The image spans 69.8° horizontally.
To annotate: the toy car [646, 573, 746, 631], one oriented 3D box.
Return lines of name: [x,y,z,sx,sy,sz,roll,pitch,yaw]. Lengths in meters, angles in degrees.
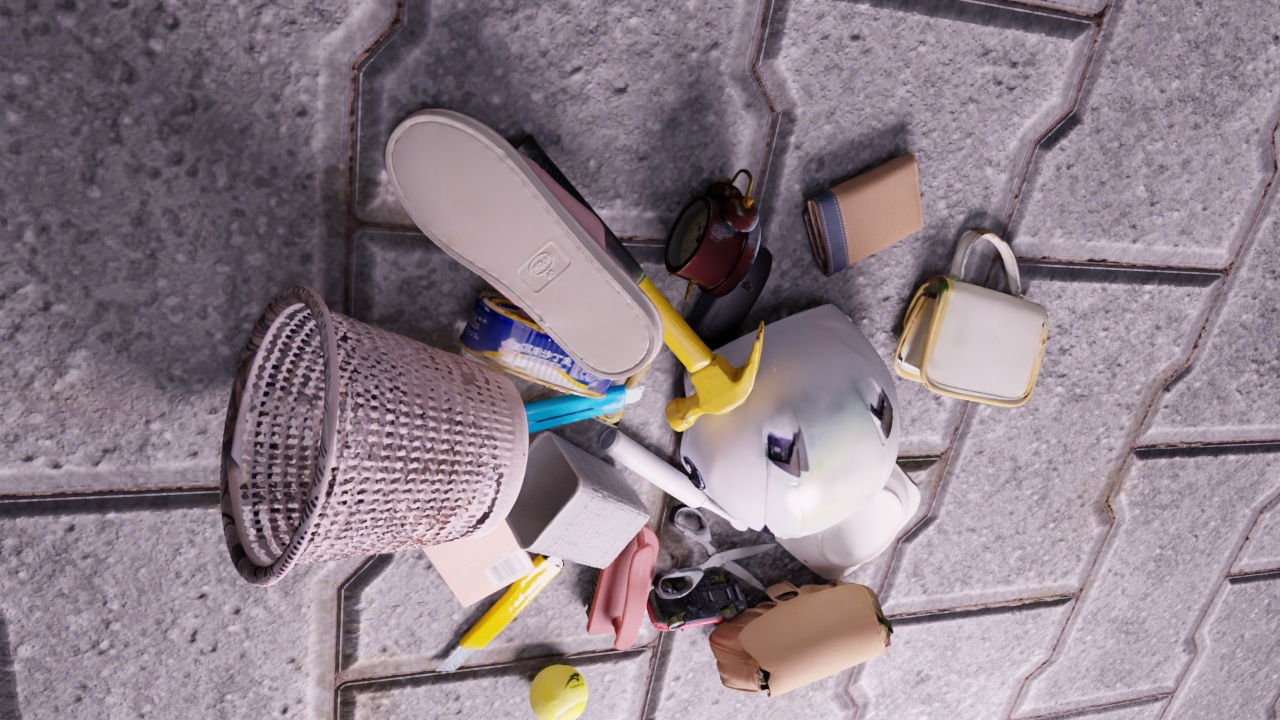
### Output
toy car: [0.062,0.279,1.044,0.120,0.053,0.045,0,141,-26]

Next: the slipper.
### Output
slipper: [-0.088,-0.095,0.742,0.274,0.054,0.114,43,119,-6]

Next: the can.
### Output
can: [-0.085,-0.013,0.818,0.148,0.074,0.049,20,105,-29]

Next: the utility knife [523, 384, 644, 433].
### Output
utility knife: [-0.074,0.047,0.871,0.162,0.018,0.034,-13,127,-2]

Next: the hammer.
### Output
hammer: [-0.006,-0.068,0.792,0.129,0.032,0.301,-32,109,30]

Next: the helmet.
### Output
helmet: [0.167,0.084,0.917,0.228,0.146,0.259,-19,127,-14]

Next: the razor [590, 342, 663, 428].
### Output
razor: [-0.005,0.005,0.889,0.043,0.028,0.133,26,103,-27]

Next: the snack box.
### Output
snack box: [-0.174,0.171,0.910,0.084,0.026,0.157,-27,123,-5]

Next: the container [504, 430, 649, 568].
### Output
container: [-0.063,0.140,0.895,0.114,0.090,0.090,30,105,-43]

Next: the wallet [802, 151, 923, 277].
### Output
wallet: [0.219,-0.142,0.892,0.115,0.033,0.090,-26,126,-7]

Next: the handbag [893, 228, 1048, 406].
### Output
handbag: [0.364,-0.048,0.991,0.163,0.063,0.179,11,98,-26]

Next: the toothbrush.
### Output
toothbrush: [0.042,0.133,0.974,0.221,0.026,0.027,36,101,-32]

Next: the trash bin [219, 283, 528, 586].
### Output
trash bin: [-0.208,0.068,0.746,0.191,0.227,0.228,11,113,-39]

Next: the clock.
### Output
clock: [0.069,-0.114,0.820,0.055,0.082,0.122,22,110,-23]

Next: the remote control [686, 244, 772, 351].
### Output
remote control: [0.083,-0.052,0.891,0.053,0.024,0.136,24,106,-30]

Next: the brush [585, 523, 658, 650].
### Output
brush: [-0.015,0.236,0.982,0.063,0.069,0.146,2,116,-23]

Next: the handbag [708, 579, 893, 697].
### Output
handbag: [0.185,0.314,1.061,0.204,0.148,0.100,-17,90,-14]

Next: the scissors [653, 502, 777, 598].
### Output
scissors: [0.083,0.219,1.027,0.178,0.014,0.159,-30,110,-30]

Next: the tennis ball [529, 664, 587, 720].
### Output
tennis ball: [-0.092,0.375,1.029,0.065,0.065,0.065,-9,120,-17]

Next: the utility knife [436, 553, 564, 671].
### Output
utility knife: [-0.150,0.268,0.979,0.192,0.015,0.033,-46,120,7]

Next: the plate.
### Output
plate: [0.253,0.189,1.082,0.164,0.034,0.163,-46,123,5]
